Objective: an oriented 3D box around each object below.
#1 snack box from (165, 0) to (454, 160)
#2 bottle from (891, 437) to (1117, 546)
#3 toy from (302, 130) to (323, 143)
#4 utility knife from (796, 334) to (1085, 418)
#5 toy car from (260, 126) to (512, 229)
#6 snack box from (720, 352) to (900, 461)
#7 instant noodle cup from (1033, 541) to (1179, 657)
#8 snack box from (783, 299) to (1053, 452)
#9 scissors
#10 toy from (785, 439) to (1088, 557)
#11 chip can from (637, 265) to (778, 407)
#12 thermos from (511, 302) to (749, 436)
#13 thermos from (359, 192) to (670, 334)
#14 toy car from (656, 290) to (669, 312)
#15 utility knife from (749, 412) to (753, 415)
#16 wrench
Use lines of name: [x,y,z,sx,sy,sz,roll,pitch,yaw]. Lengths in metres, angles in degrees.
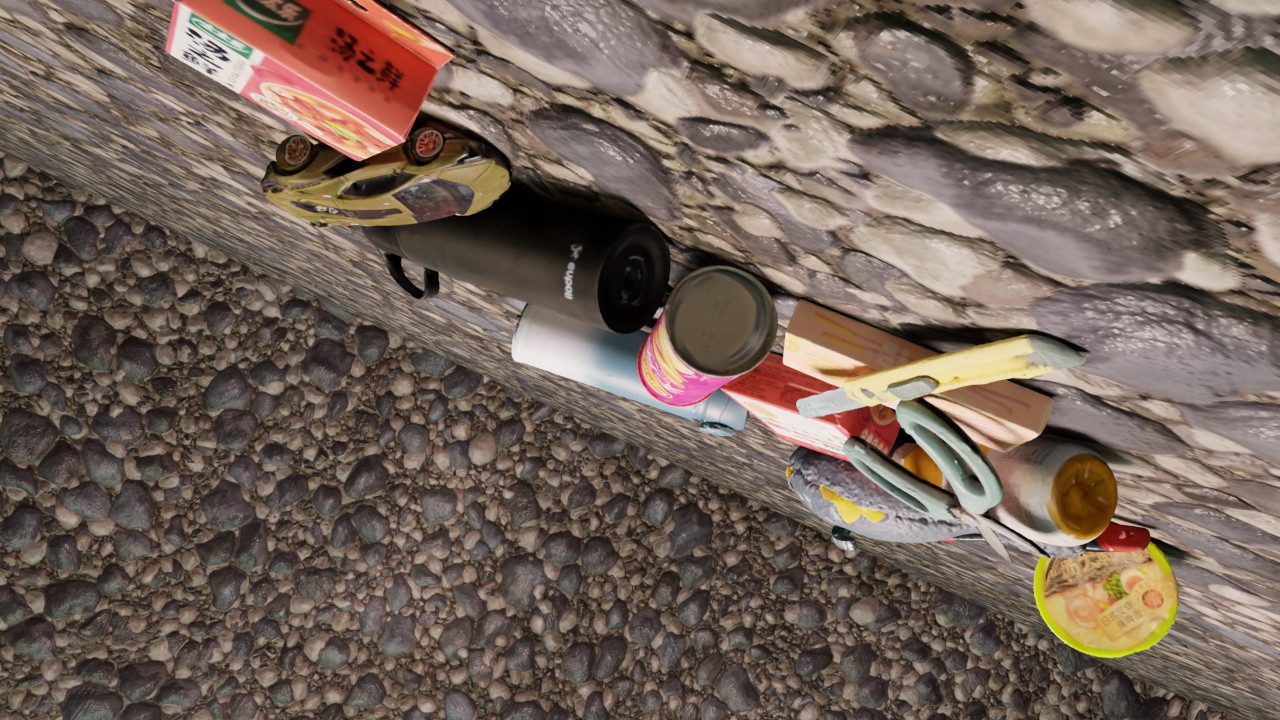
snack box: [-0.167,-0.151,0.451,0.113,0.044,0.127,29,170,-28]
bottle: [0.248,0.086,0.661,0.068,0.068,0.190,27,172,-16]
toy: [-0.197,-0.152,0.577,0.100,0.031,0.097,28,169,-18]
utility knife: [0.154,0.012,0.521,0.031,0.021,0.205,41,157,-16]
toy car: [-0.156,-0.110,0.566,0.158,0.042,0.070,-3,165,15]
snack box: [0.146,0.041,0.759,0.113,0.044,0.127,17,168,39]
instant noodle cup: [0.411,0.202,0.834,0.112,0.111,0.123,22,179,19]
snack box: [0.167,0.012,0.576,0.157,0.026,0.084,22,171,13]
scissors: [0.187,0.072,0.614,0.171,0.019,0.170,49,166,-31]
toy: [0.224,0.117,0.843,0.137,0.091,0.357,15,177,-32]
chip can: [0.040,-0.010,0.649,0.071,0.071,0.211,25,172,-1]
thermos: [-0.005,0.005,0.824,0.220,0.070,0.070,19,171,8]
thermos: [-0.094,-0.069,0.620,0.243,0.090,0.068,18,-154,37]
toy car: [-0.025,-0.059,0.668,0.105,0.031,0.049,29,172,-32]
utility knife: [0.049,0.021,1.010,0.216,0.015,0.033,29,173,-28]
wrench: [0.301,0.153,0.820,0.274,0.056,0.016,-6,112,37]
